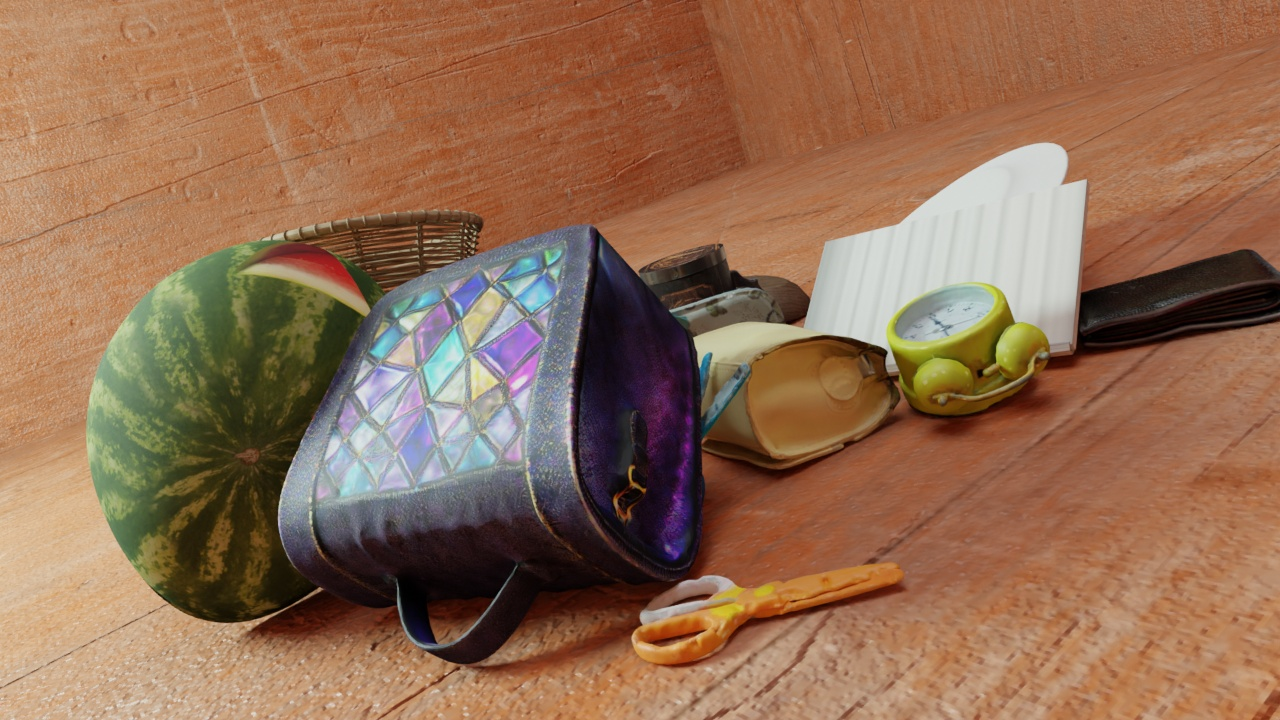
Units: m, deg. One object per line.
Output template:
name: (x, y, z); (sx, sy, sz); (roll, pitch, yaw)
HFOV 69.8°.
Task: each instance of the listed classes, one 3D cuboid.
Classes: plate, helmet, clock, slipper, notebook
plate: (0.247, -0.102, 0.777); (0.243, 0.016, 0.242); (-43, 11, 11)
helmet: (-0.256, 0.039, 0.632); (0.213, 0.243, 0.247); (16, 11, -20)
clock: (0.201, -0.003, 0.567); (0.083, 0.057, 0.119); (-26, 23, 6)
slipper: (-0.005, 0.005, 0.774); (0.268, 0.098, 0.054); (-10, 16, -3)
notebook: (0.215, -0.052, 0.678); (0.210, 0.009, 0.142); (-9, 51, 42)

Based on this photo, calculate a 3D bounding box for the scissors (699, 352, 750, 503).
scissors: (0.027, 0.057, 0.548); (0.134, 0.011, 0.137); (-52, 21, 27)

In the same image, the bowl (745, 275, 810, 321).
bowl: (0.120, -0.067, 0.956); (0.118, 0.030, 0.117); (-4, 18, 1)

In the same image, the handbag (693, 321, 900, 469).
handbag: (0.094, 0.017, 0.610); (0.111, 0.081, 0.119); (-15, 10, -21)

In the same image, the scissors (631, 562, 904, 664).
scissors: (0.058, 0.109, 0.420); (0.128, 0.013, 0.064); (-17, 13, 11)

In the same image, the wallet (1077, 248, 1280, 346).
wallet: (0.350, -0.042, 0.603); (0.120, 0.031, 0.099); (-15, 11, 26)

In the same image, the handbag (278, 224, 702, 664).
handbag: (-0.079, 0.055, 0.511); (0.205, 0.125, 0.221); (-13, 50, 30)

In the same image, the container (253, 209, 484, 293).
container: (-0.243, -0.021, 0.869); (0.227, 0.196, 0.227); (-11, 2, 0)

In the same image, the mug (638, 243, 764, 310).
mug: (0.069, -0.048, 0.832); (0.116, 0.107, 0.080); (-16, 13, 8)
